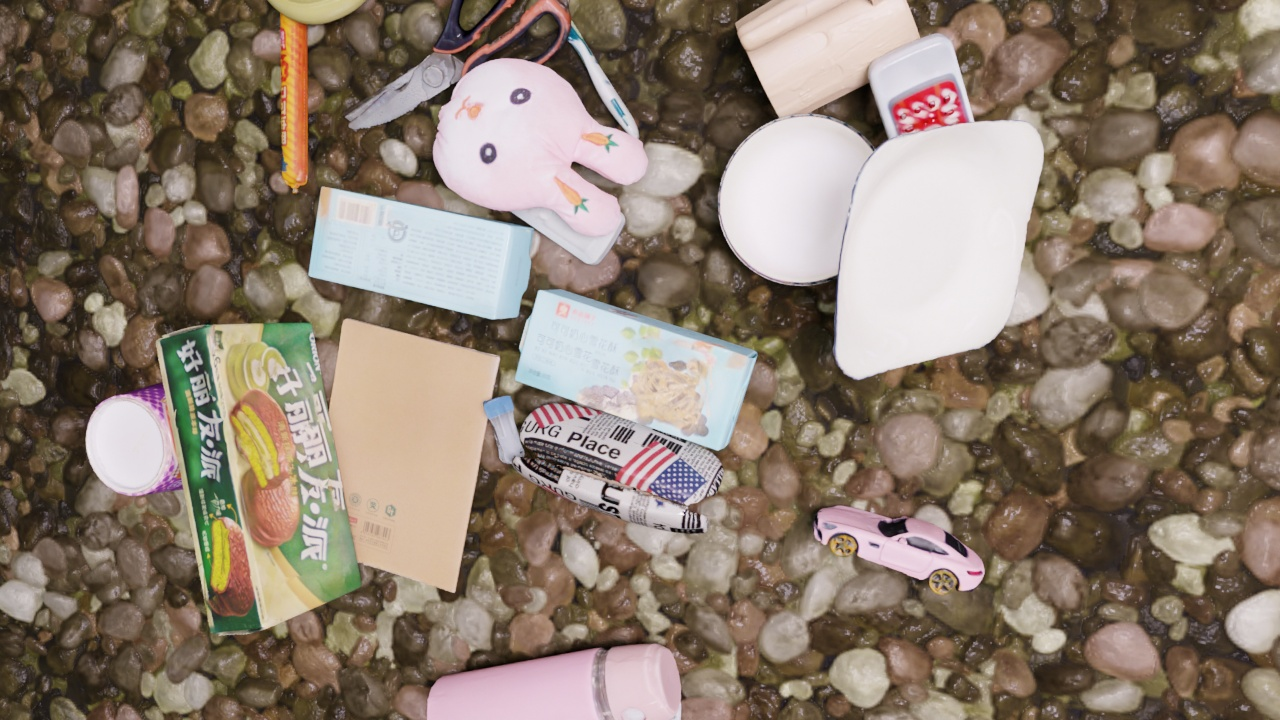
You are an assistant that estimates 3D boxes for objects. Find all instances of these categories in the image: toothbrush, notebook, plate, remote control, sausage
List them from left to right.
[{"bbox_3d":[-0.291,-0.224,0.773,0.021,0.021,0.165,3,95,14],"label":"sausage"},{"bbox_3d":[-0.205,0.080,0.783,0.148,0.008,0.208,14,98,13],"label":"notebook"},{"bbox_3d":[-0.073,-0.126,0.724,0.125,0.024,0.049,35,100,10],"label":"remote control"},{"bbox_3d":[-0.054,-0.250,0.713,0.018,0.016,0.191,-33,86,25],"label":"toothbrush"},{"bbox_3d":[0.189,-0.076,0.607,0.164,0.034,0.164,-12,119,-25],"label":"plate"},{"bbox_3d":[0.199,-0.149,0.621,0.056,0.020,0.136,-20,120,15],"label":"remote control"}]

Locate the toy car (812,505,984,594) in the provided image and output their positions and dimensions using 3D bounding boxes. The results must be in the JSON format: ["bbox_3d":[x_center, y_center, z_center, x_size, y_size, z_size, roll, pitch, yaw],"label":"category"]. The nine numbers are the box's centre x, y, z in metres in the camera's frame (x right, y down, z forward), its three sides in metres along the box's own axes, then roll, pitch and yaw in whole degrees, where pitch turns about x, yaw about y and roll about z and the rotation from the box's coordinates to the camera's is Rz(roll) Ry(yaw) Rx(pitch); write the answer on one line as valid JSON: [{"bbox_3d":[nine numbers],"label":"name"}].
[{"bbox_3d":[0.186,0.131,0.662,0.122,0.056,0.037,18,102,13],"label":"toy car"}]

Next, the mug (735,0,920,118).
[{"bbox_3d":[0.123,-0.222,0.613,0.104,0.124,0.084,-25,84,17],"label":"mug"}]

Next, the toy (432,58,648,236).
[{"bbox_3d":[-0.076,-0.160,0.690,0.159,0.054,0.121,24,79,2],"label":"toy"}]

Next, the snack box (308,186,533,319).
[{"bbox_3d":[-0.177,-0.087,0.739,0.175,0.051,0.074,13,99,14],"label":"snack box"}]

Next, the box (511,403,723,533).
[{"bbox_3d":[-0.016,0.077,0.712,0.163,0.076,0.087,18,79,15],"label":"box"}]

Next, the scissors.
[{"bbox_3d":[-0.158,-0.245,0.719,0.209,0.015,0.186,10,128,3],"label":"scissors"}]

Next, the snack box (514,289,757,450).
[{"bbox_3d":[-0.004,0.004,0.702,0.175,0.051,0.074,18,100,12],"label":"snack box"}]

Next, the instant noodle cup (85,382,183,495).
[{"bbox_3d":[-0.405,0.066,0.788,0.112,0.099,0.111,1,95,13],"label":"instant noodle cup"}]

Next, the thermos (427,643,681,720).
[{"bbox_3d":[-0.065,0.278,0.740,0.199,0.067,0.087,-14,122,14],"label":"thermos"}]

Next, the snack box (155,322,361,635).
[{"bbox_3d":[-0.308,0.089,0.749,0.063,0.114,0.240,-12,89,21],"label":"snack box"}]

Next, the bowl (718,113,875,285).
[{"bbox_3d":[0.118,-0.111,0.653,0.116,0.066,0.116,1,94,15],"label":"bowl"}]

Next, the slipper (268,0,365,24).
[{"bbox_3d":[-0.291,-0.355,0.726,0.091,0.081,0.190,-35,82,0],"label":"slipper"}]

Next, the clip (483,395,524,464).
[{"bbox_3d":[-0.110,0.057,0.750,0.026,0.038,0.058,-18,94,-19],"label":"clip"}]
